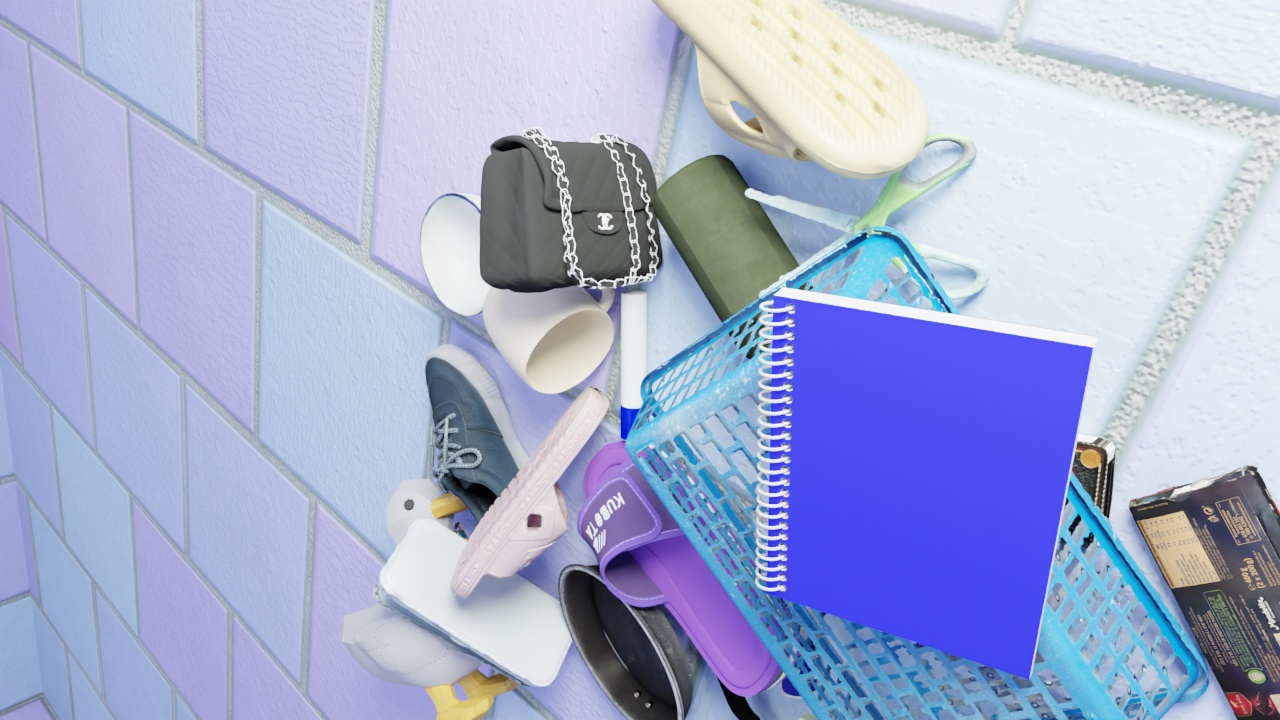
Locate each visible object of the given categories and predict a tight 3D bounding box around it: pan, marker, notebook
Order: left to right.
[{"bbox_3d":[-0.008,0.349,0.908,0.187,0.055,0.357,26,133,46],"label":"pan"},{"bbox_3d":[-0.005,0.005,0.820,0.023,0.027,0.133,13,109,39],"label":"marker"},{"bbox_3d":[0.126,0.378,0.811,0.226,0.034,0.356,-26,85,43],"label":"pan"},{"bbox_3d":[0.146,0.069,0.521,0.172,0.022,0.209,12,120,28],"label":"notebook"}]

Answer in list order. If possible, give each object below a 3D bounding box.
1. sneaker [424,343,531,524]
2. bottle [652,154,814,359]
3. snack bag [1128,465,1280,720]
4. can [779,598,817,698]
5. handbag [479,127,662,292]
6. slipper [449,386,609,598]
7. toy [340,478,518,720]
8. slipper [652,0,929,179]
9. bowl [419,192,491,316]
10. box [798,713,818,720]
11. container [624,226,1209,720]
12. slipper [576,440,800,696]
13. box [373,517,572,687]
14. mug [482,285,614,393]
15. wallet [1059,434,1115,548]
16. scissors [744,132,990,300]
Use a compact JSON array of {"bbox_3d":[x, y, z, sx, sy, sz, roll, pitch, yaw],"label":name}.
[{"bbox_3d":[-0.179,0.095,0.960,0.089,0.087,0.235,-41,76,42],"label":"sneaker"},{"bbox_3d":[0.088,-0.053,0.687,0.072,0.071,0.206,-40,76,41],"label":"bottle"},{"bbox_3d":[0.358,0.142,0.541,0.075,0.018,0.155,-30,83,43],"label":"snack bag"},{"bbox_3d":[0.129,0.231,0.764,0.032,0.032,0.095,4,106,41],"label":"can"},{"bbox_3d":[-0.042,-0.121,0.729,0.115,0.153,0.125,4,101,45],"label":"handbag"},{"bbox_3d":[-0.093,0.135,0.861,0.064,0.094,0.239,35,95,-10],"label":"slipper"},{"bbox_3d":[-0.238,0.272,1.031,0.247,0.140,0.267,-28,85,17],"label":"toy"},{"bbox_3d":[0.088,-0.202,0.632,0.261,0.111,0.079,51,152,23],"label":"slipper"},{"bbox_3d":[-0.155,-0.106,0.894,0.118,0.062,0.118,14,112,39],"label":"bowl"},{"bbox_3d":[0.193,0.343,0.692,0.188,0.091,0.083,17,81,24],"label":"box"},{"bbox_3d":[0.157,0.126,0.619,0.258,0.089,0.362,-35,91,42],"label":"container"},{"bbox_3d":[0.015,0.169,0.779,0.266,0.083,0.107,48,123,34],"label":"slipper"},{"bbox_3d":[-0.162,0.245,0.933,0.215,0.083,0.122,29,83,-5],"label":"box"},{"bbox_3d":[-0.082,-0.045,0.833,0.120,0.096,0.100,-45,58,1],"label":"mug"},{"bbox_3d":[0.249,0.078,0.618,0.123,0.019,0.072,11,107,39],"label":"wallet"},{"bbox_3d":[0.155,-0.082,0.616,0.172,0.024,0.160,-36,97,22],"label":"scissors"}]
